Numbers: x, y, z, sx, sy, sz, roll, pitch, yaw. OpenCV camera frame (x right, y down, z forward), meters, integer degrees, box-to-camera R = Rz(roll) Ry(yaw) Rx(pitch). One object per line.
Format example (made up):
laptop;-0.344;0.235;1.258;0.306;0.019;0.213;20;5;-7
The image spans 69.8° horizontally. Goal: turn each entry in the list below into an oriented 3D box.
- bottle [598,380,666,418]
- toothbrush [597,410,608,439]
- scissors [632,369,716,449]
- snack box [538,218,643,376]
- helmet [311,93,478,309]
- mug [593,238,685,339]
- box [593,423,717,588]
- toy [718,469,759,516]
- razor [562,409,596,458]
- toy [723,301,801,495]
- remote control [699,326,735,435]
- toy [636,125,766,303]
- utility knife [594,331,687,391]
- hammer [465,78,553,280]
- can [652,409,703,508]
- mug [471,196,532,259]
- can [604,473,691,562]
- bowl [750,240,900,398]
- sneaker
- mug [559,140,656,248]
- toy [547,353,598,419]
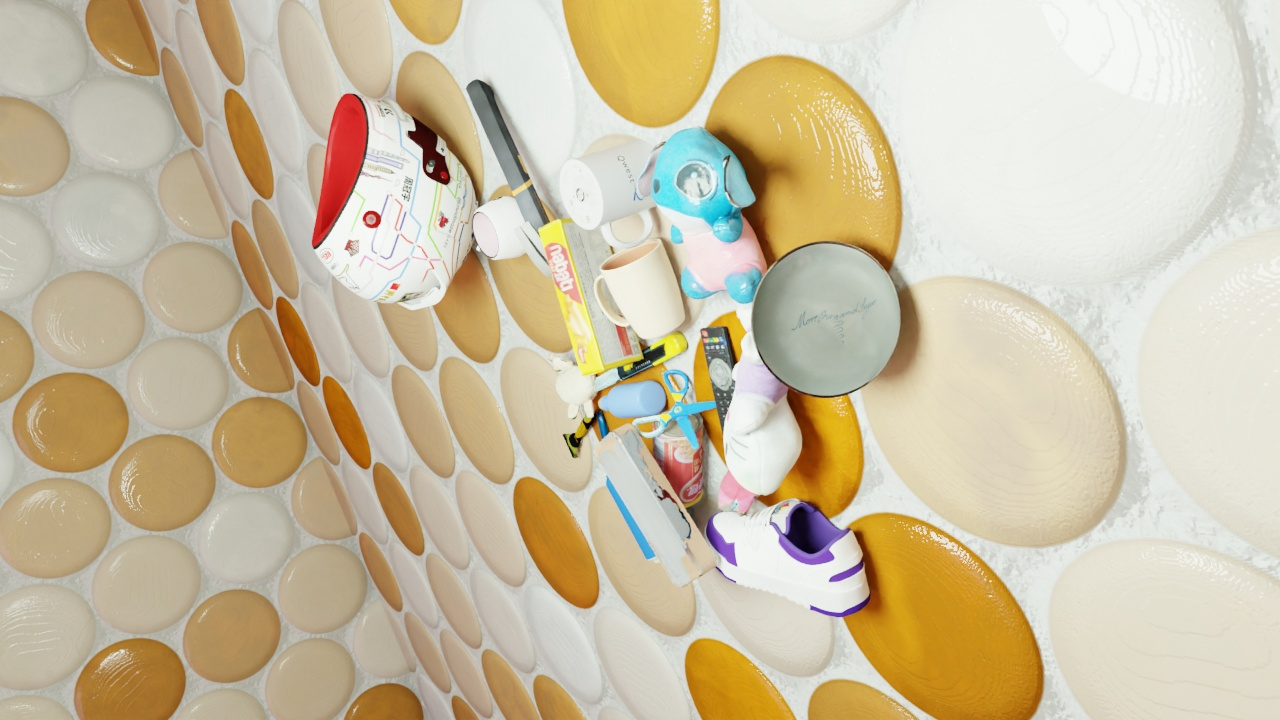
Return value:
bottle;-0.019;0.057;1.293;0.131;0.048;0.048;-10;103;56
toothbrush;-0.047;0.139;1.416;0.021;0.016;0.132;-158;49;-72
scissors;0.044;0.066;1.177;0.014;0.131;0.125;48;-167;-52
snack box;-0.063;-0.085;1.194;0.042;0.092;0.200;-16;91;36
helmet;-0.369;-0.238;1.421;0.232;0.235;0.314;-21;61;49
mug;-0.005;-0.082;1.138;0.112;0.085;0.104;-12;113;34
box;0.013;0.195;1.205;0.216;0.071;0.157;58;172;11
toy;0.135;0.145;1.139;0.065;0.050;0.102;10;84;60
razor;-0.094;0.111;1.455;0.044;0.021;0.144;64;153;18
toy;0.137;0.044;1.026;0.137;0.085;0.210;-88;-3;-63
remote control;0.106;0.026;1.125;0.045;0.021;0.140;-2;105;54
toy;0.077;-0.151;0.974;0.224;0.098;0.191;28;140;62
utility knife;-0.007;0.007;1.262;0.234;0.020;0.029;-29;84;55
hammer;-0.166;-0.251;1.263;0.035;0.139;0.312;-29;75;17
can;0.050;0.131;1.228;0.067;0.066;0.124;30;134;41
mug;-0.204;-0.190;1.360;0.124;0.076;0.090;-28;88;57
can;0.013;0.212;1.323;0.146;0.078;0.079;61;147;6
bowl;0.187;-0.041;0.908;0.151;0.056;0.151;2;94;25
sneaker;0.164;0.213;1.108;0.245;0.091;0.111;15;121;46
mug;-0.026;-0.192;1.091;0.083;0.096;0.119;-12;101;57
toy;-0.099;0.036;1.389;0.087;0.050;0.112;-18;91;51
